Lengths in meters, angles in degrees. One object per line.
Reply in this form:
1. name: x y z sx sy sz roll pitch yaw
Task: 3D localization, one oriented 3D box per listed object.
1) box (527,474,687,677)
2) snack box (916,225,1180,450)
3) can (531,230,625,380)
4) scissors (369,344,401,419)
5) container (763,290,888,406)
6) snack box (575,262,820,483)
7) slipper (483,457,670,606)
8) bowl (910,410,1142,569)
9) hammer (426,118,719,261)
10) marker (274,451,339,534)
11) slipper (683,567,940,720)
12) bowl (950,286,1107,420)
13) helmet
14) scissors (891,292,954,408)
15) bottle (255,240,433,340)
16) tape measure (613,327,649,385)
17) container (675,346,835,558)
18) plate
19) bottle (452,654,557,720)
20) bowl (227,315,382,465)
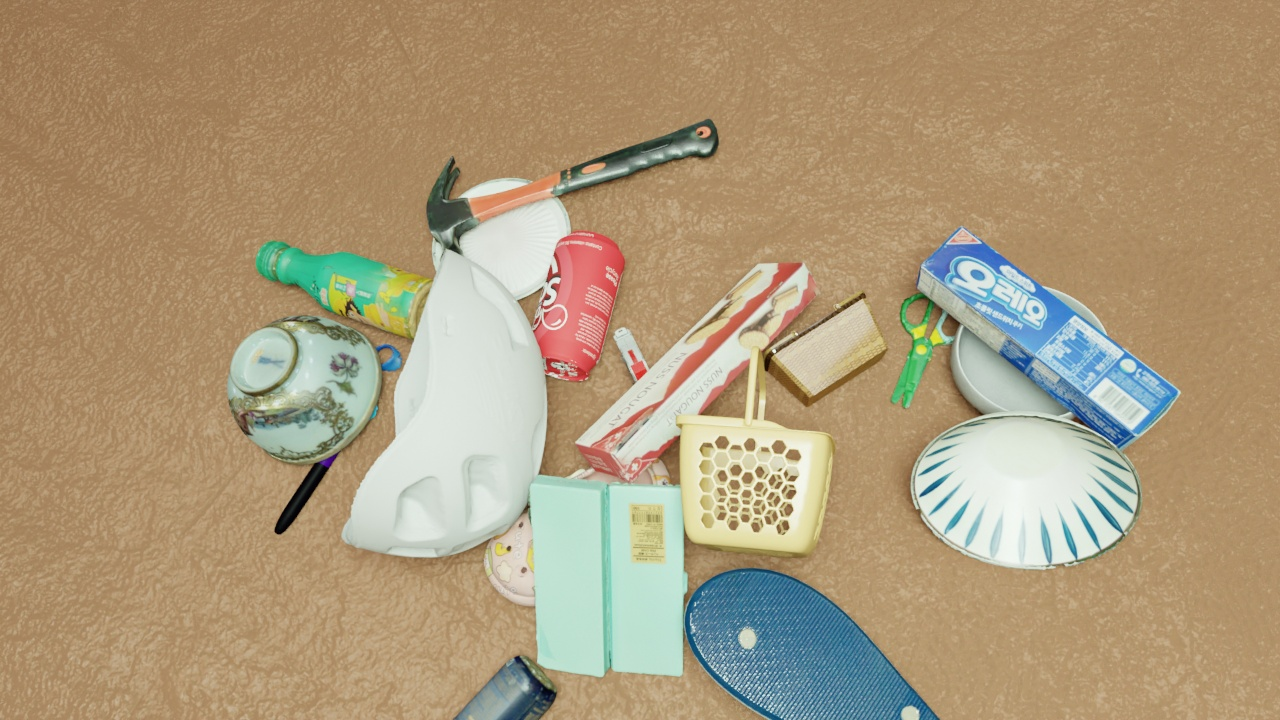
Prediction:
1. box: -0.028 0.193 0.807 0.136 0.033 0.187 3 107 15
2. snack box: 0.344 -0.021 0.792 0.059 0.059 0.226 -45 68 -5
3. can: -0.065 -0.057 0.936 0.074 0.074 0.142 10 71 13
4. scissors: -0.315 0.006 0.990 0.133 0.015 0.104 31 80 24
5. container: 0.182 -0.007 0.886 0.114 0.063 0.061 -32 75 -4
6. snack box: 0.056 0.003 0.861 0.272 0.044 0.077 -43 23 -21
7. slipper: -0.059 0.150 0.854 0.197 0.081 0.093 -34 69 -7
8. bowl: 0.328 0.093 0.788 0.177 0.178 0.070 13 41 14
9. hammer: -0.071 -0.199 1.006 0.333 0.033 0.133 -18 65 -4
10. marker: -0.337 0.119 0.946 0.018 0.015 0.133 31 76 -1
11. slipper: 0.164 0.287 0.777 0.295 0.060 0.118 42 75 8
12. bowl: 0.355 0.002 0.849 0.132 0.064 0.131 -3 69 8
13. helmet: -0.182 0.038 0.848 0.183 0.225 0.282 3 63 -27
14. scissors: 0.280 -0.007 0.895 0.070 0.014 0.130 15 71 15
15. bottle: -0.318 -0.082 0.992 0.210 0.068 0.068 18 73 16
16. tape measure: -0.005 0.005 0.911 0.020 0.060 0.062 -26 71 -1
17. container: 0.103 0.082 0.797 0.129 0.183 0.167 3 77 11
18. plate: -0.153 -0.131 1.013 0.157 0.014 0.156 -3 69 8
19. bottle: -0.144 0.335 0.808 0.056 0.056 0.160 40 80 21
20. bowl: -0.358 0.017 0.936 0.160 0.094 0.159 -7 65 14
